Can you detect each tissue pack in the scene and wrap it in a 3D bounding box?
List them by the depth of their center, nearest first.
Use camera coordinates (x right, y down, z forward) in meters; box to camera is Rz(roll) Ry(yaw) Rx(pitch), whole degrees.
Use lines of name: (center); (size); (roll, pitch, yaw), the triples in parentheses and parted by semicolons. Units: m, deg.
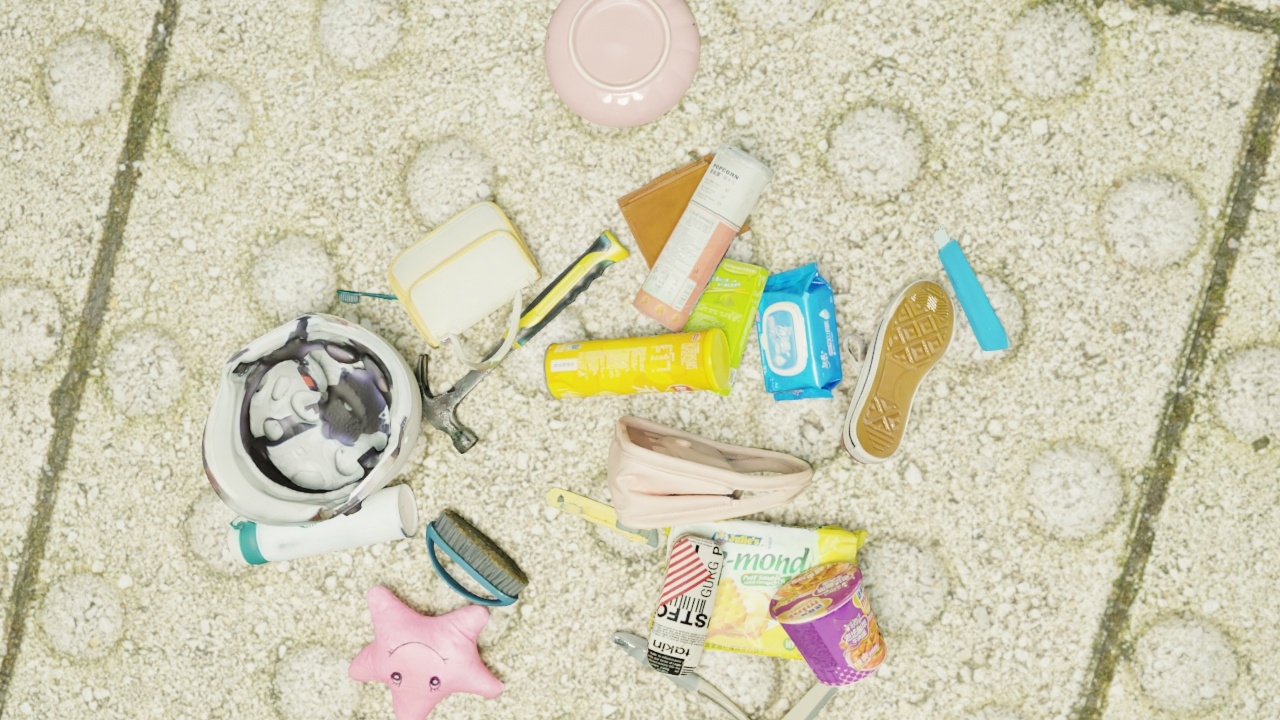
tissue pack: (0.180, -0.031, 1.070); (0.052, 0.095, 0.157); (-6, 90, -39)

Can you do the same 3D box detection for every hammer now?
hammer: (-0.147, -0.039, 1.127); (0.323, 0.032, 0.126); (-44, 88, 4)

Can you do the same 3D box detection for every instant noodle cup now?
instant noodle cup: (0.211, 0.291, 1.001); (0.111, 0.111, 0.099); (-29, 97, 4)

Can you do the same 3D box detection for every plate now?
plate: (-0.024, -0.382, 1.108); (0.192, 0.039, 0.192); (0, 91, 5)

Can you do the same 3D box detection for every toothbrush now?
toothbrush: (-0.288, -0.071, 1.146); (0.192, 0.016, 0.018); (7, 101, 5)

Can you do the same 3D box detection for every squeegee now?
squeegee: (0.070, 0.401, 1.114); (0.246, 0.039, 0.247); (34, 110, 9)

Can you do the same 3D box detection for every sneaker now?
sneaker: (0.287, 0.014, 1.068); (0.118, 0.088, 0.240); (30, 71, -8)

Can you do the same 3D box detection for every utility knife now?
utility knife: (0.390, -0.085, 1.091); (0.034, 0.018, 0.166); (-25, 87, 1)
utility knife: (-0.047, 0.193, 1.133); (0.152, 0.018, 0.031); (20, 86, 8)

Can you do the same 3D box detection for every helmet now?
helmet: (-0.372, 0.070, 1.090); (0.259, 0.145, 0.229); (-44, 84, 8)

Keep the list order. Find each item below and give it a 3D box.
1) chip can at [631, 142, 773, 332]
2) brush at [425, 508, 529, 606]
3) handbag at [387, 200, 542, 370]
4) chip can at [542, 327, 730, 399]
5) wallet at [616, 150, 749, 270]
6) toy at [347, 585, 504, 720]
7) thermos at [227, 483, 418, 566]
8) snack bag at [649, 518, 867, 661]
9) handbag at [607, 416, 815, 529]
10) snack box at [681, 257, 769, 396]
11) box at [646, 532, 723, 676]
chip can: (0.070, -0.140, 1.063); (0.071, 0.071, 0.215); (30, 98, 3)
brush: (-0.208, 0.250, 1.124); (0.144, 0.055, 0.073); (42, 92, 2)
handbag: (-0.198, -0.082, 1.093); (0.163, 0.063, 0.178); (-33, 74, 2)
chip can: (-0.006, 0.006, 1.065); (0.214, 0.072, 0.072); (-5, 90, 23)
wallet: (0.048, -0.182, 1.107); (0.131, 0.035, 0.119); (-25, 91, 5)
toy: (-0.259, 0.373, 1.120); (0.194, 0.074, 0.178); (12, 96, 2)
thermos: (-0.393, 0.203, 1.131); (0.224, 0.073, 0.073); (-11, 90, 5)
snack bag: (0.138, 0.266, 1.090); (0.246, 0.068, 0.158); (5, 92, 4)
handbag: (0.080, 0.126, 1.042); (0.234, 0.193, 0.093); (3, 97, -4)
snack box: (0.090, -0.044, 1.091); (0.086, 0.026, 0.156); (19, 93, 36)
box: (0.050, 0.277, 1.036); (0.074, 0.064, 0.164); (12, 94, 23)
